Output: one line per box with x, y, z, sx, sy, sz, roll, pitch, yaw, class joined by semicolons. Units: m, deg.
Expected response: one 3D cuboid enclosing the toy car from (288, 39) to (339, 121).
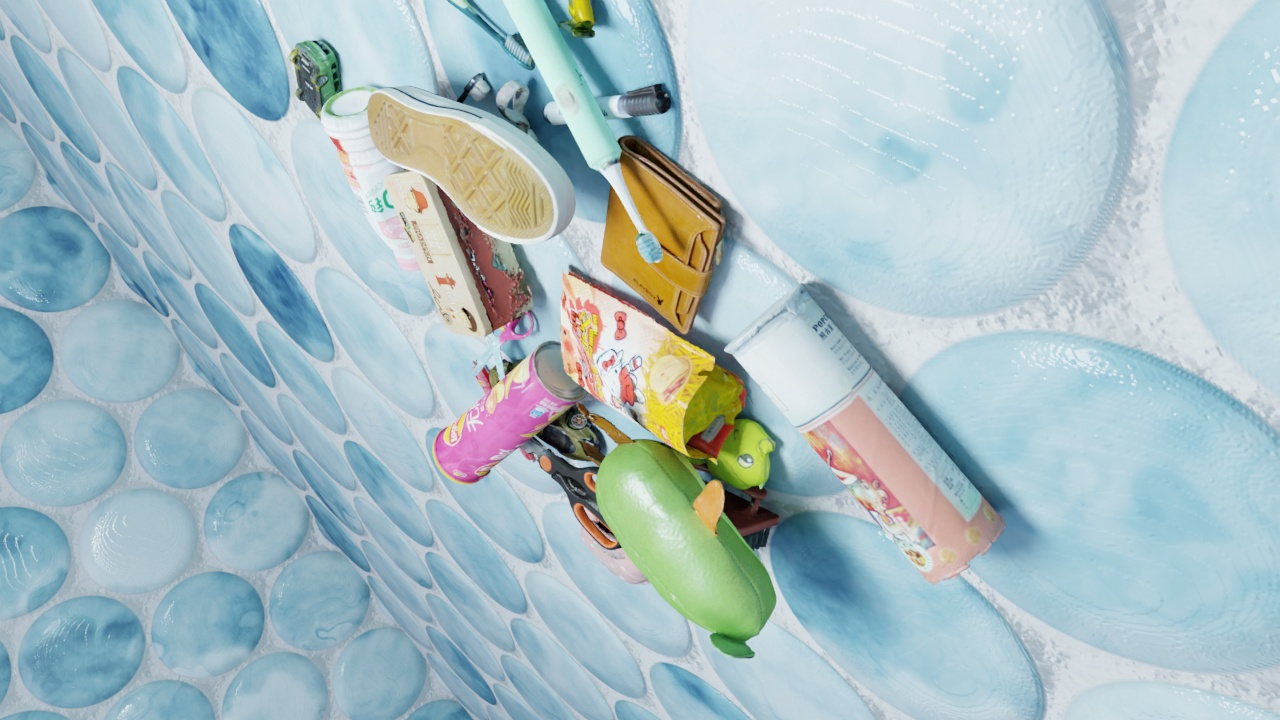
-0.329;-0.285;0.935;0.043;0.036;0.091;43;149;9;toy car

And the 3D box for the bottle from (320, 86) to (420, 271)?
-0.258;-0.178;0.937;0.068;0.068;0.197;28;148;33;bottle

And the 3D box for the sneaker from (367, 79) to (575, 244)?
-0.123;-0.170;0.740;0.241;0.087;0.118;32;133;35;sneaker

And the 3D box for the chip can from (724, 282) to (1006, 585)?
0.155;0.050;0.633;0.214;0.071;0.071;49;151;0;chip can

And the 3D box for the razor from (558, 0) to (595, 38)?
-0.058;-0.275;0.590;0.043;0.028;0.133;-118;5;-57;razor

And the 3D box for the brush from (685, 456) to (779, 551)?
0.057;0.127;0.870;0.146;0.063;0.069;20;109;42;brush

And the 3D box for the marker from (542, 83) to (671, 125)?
-0.028;-0.185;0.665;0.131;0.018;0.023;12;113;47;marker

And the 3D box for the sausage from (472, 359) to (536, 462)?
-0.168;0.064;1.135;0.020;0.020;0.156;1;125;53;sausage

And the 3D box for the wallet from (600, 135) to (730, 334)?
0.020;-0.090;0.699;0.119;0.035;0.131;45;151;21;wallet

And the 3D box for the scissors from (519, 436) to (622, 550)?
-0.084;0.106;1.001;0.235;0.021;0.137;53;132;12;scissors

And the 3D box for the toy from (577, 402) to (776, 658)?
0.027;0.141;0.788;0.246;0.089;0.227;51;158;12;toy

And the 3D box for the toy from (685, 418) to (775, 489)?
0.074;0.075;0.807;0.100;0.031;0.097;51;138;15;toy

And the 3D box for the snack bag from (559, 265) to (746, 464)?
-0.005;0.005;0.804;0.208;0.073;0.129;30;137;41;snack bag

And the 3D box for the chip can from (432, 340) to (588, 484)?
-0.140;0.059;0.970;0.071;0.071;0.211;51;130;-2;chip can

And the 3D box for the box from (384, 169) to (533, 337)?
-0.166;-0.114;0.884;0.091;0.079;0.168;9;125;50;box

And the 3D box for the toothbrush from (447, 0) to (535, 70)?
-0.148;-0.289;0.710;0.191;0.016;0.018;44;140;10;toothbrush

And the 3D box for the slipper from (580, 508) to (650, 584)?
-0.015;0.196;1.043;0.114;0.054;0.275;43;148;12;slipper

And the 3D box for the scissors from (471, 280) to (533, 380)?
-0.161;-0.028;0.992;0.125;0.017;0.134;51;132;10;scissors

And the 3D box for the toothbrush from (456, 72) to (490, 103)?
-0.175;-0.214;0.831;0.018;0.015;0.181;48;151;-15;toothbrush

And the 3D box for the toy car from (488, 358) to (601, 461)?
-0.108;0.058;1.028;0.158;0.042;0.070;39;149;13;toy car

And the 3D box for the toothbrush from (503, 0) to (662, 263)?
-0.039;-0.169;0.648;0.027;0.027;0.224;-26;92;33;toothbrush
